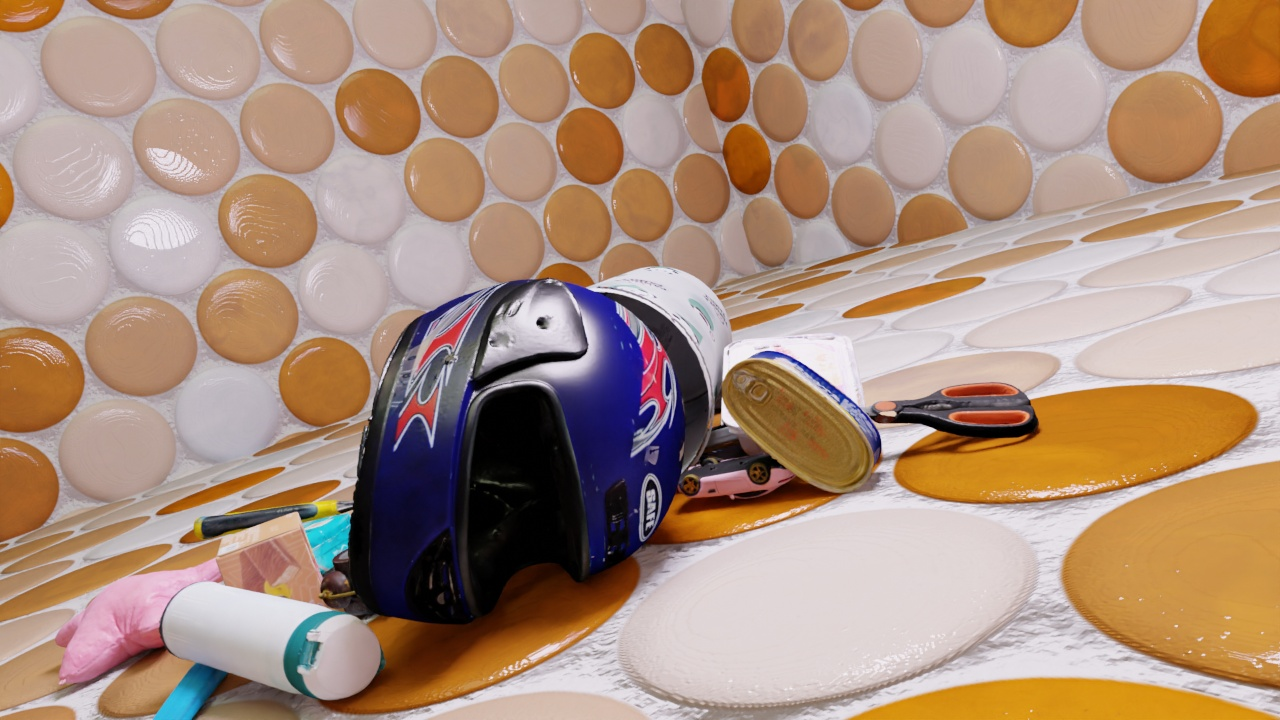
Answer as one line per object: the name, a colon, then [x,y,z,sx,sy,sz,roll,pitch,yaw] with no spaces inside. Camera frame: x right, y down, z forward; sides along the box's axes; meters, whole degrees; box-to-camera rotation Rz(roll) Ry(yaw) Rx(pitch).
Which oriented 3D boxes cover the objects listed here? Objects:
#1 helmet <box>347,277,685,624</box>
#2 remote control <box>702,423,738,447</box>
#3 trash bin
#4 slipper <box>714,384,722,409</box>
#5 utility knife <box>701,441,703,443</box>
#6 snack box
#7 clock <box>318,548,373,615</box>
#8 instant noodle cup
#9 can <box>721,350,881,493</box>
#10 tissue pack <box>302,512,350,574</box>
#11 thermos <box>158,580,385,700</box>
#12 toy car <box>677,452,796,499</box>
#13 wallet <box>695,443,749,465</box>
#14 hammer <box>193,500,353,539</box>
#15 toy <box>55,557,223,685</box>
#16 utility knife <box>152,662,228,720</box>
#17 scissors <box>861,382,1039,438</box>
helmet: [-0.083,0.073,0.770,0.240,0.248,0.314,1,39,4]
remote control: [0.141,0.067,1.021,0.150,0.021,0.058,-16,-2,14]
trash bin: [-0.006,0.006,1.030,0.230,0.229,0.251,-14,11,20]
slipper: [0.055,0.051,1.263,0.268,0.083,0.110,0,12,-12]
utility knife: [0.141,0.077,1.065,0.223,0.013,0.029,-16,8,11]
snack box: [-0.351,0.209,0.882,0.077,0.094,0.093,-20,7,-20]
clock: [-0.248,0.201,0.855,0.082,0.055,0.121,-15,4,10]
instant noodle cup: [0.154,0.040,0.933,0.138,0.060,0.173,-4,31,9]
can: [0.141,0.051,0.799,0.075,0.148,0.049,-57,-14,24]
tissue pack: [-0.401,0.223,1.063,0.134,0.050,0.093,-15,7,25]
thermos: [-0.291,0.220,0.724,0.225,0.073,0.073,-3,14,38]
toy car: [0.091,0.108,0.850,0.123,0.037,0.056,-14,6,31]
wallet: [0.130,0.092,0.962,0.122,0.020,0.096,-17,7,-15]
hammer: [-0.390,0.181,1.125,0.323,0.032,0.126,-10,-16,5]
toy: [-0.531,0.269,0.947,0.195,0.074,0.178,-17,17,27]
utility knife: [-0.359,0.272,0.713,0.034,0.018,0.194,-12,5,-9]
scissors: [0.237,0.044,0.839,0.235,0.022,0.142,7,26,30]
